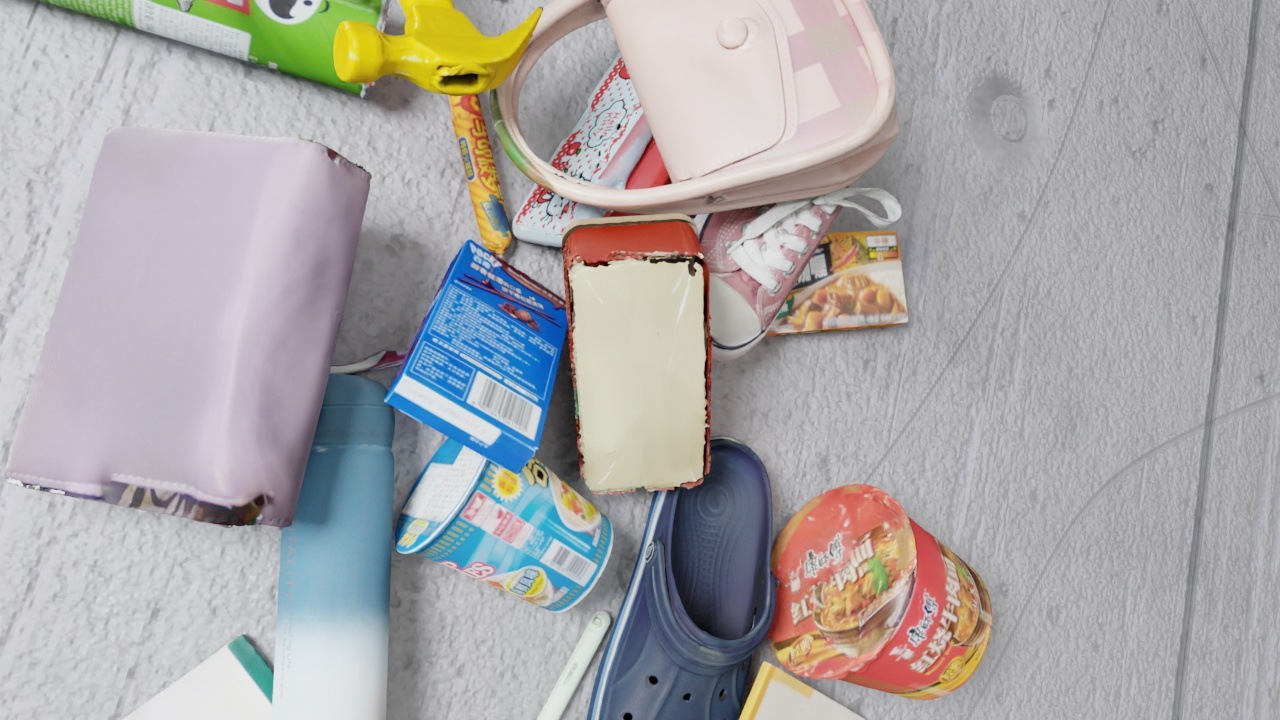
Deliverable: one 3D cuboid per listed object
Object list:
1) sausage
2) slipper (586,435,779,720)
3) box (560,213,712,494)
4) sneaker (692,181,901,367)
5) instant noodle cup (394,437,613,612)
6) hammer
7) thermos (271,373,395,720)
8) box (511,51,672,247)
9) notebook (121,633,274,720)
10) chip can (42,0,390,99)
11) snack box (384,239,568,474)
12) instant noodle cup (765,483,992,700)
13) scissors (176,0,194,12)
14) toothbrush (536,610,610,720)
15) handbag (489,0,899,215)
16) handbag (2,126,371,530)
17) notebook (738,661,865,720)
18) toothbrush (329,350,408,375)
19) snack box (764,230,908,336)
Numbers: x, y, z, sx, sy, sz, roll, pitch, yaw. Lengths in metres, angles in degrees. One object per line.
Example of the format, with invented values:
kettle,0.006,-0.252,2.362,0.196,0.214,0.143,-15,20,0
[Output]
sausage,-0.112,-0.147,0.617,0.021,0.021,0.165,-14,90,-24
slipper,0.043,0.173,0.612,0.105,0.095,0.252,20,73,-17
box,-0.003,0.003,0.566,0.091,0.077,0.168,-4,122,-3
sneaker,0.100,-0.102,0.636,0.118,0.088,0.240,39,72,-12
instant noodle cup,-0.078,0.101,0.571,0.110,0.099,0.099,37,72,-22
hammer,-0.156,-0.269,0.539,0.128,0.033,0.300,-10,62,-39
thermos,-0.179,0.119,0.534,0.070,0.070,0.220,3,80,-23
box,-0.008,-0.151,0.644,0.100,0.095,0.201,23,71,20
notebook,-0.233,0.286,0.525,0.150,0.012,0.209,-36,100,-23
chip can,-0.269,-0.220,0.531,0.235,0.072,0.072,12,80,-21
snack box,-0.091,-0.008,0.558,0.084,0.026,0.156,32,31,-17
instant noodle cup,0.169,0.170,0.649,0.108,0.138,0.137,30,74,-27
scissors,-0.254,-0.263,0.508,0.220,0.022,0.232,12,47,-20
toothbrush,-0.069,0.249,0.595,0.189,0.029,0.020,-59,148,-18
handbag,0.023,-0.175,0.568,0.234,0.093,0.193,-20,77,-3
handbag,-0.229,-0.017,0.490,0.098,0.145,0.197,28,70,-64
notebook,0.082,0.324,0.627,0.146,0.010,0.206,41,69,-38
toothbrush,-0.167,-0.003,0.582,0.187,0.016,0.017,-12,81,-24
snack box,0.135,-0.059,0.709,0.153,0.026,0.075,-5,86,-23
